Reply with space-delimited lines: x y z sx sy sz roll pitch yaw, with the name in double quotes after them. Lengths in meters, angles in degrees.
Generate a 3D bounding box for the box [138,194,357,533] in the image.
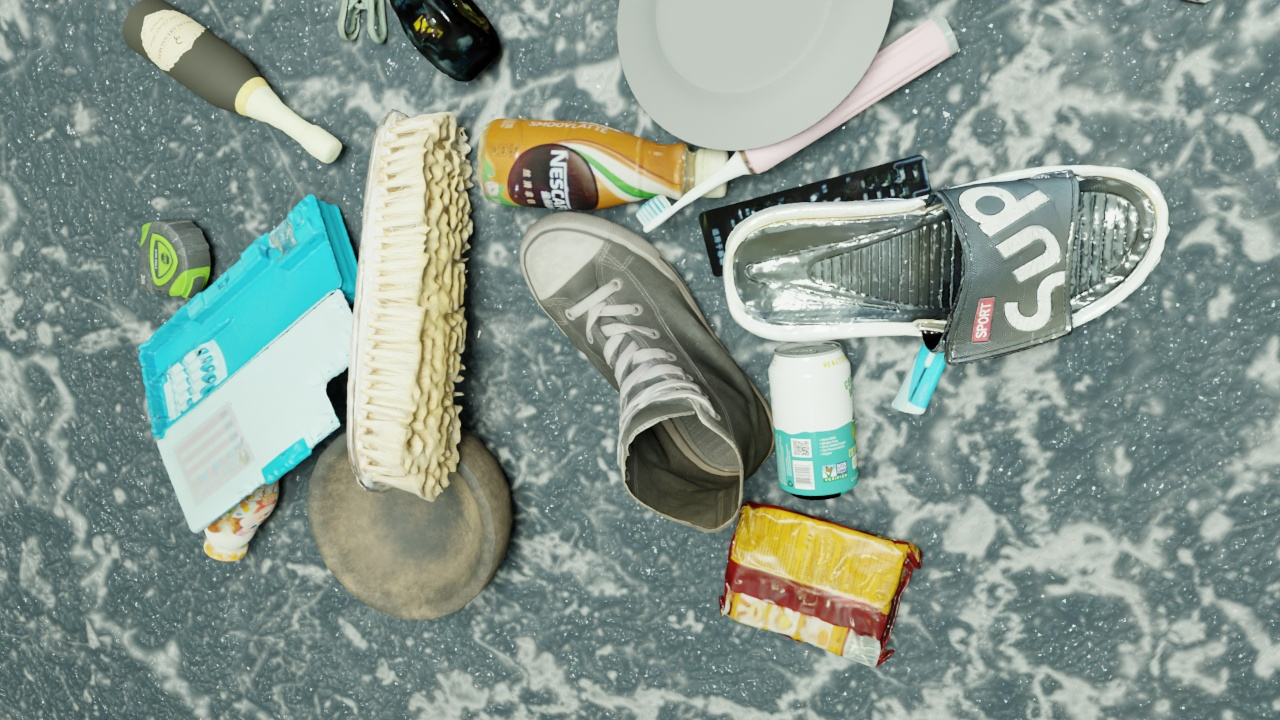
-0.298 0.006 0.710 0.227 0.039 0.181 -34 66 20 "box"

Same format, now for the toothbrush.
0.094 -0.144 0.578 0.223 0.027 0.026 -31 90 10 "toothbrush"

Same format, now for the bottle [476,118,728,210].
-0.024 -0.131 0.624 0.167 0.059 0.059 4 105 6 "bottle"

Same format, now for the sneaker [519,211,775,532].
-0.004 0.003 0.611 0.095 0.119 0.235 -34 97 22 "sneaker"

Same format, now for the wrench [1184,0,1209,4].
0.251 -0.309 0.521 0.273 0.010 0.070 44 111 2 "wrench"

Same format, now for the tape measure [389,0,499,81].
-0.131 -0.227 0.624 0.042 0.072 0.071 -40 61 16 "tape measure"

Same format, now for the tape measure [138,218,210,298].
-0.380 -0.085 0.754 0.059 0.035 0.066 19 111 21 "tape measure"

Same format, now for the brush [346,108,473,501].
-0.158 -0.041 0.635 0.057 0.083 0.271 1 82 15 "brush"

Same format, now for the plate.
0.063 -0.219 0.560 0.179 0.012 0.178 0 89 26 "plate"

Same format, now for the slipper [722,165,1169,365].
0.179 -0.056 0.561 0.264 0.063 0.111 -1 106 17 "slipper"

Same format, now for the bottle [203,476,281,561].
-0.342 0.116 0.778 0.063 0.063 0.109 26 110 9 "bottle"

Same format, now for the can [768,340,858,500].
0.118 0.040 0.625 0.055 0.054 0.102 -3 103 17 "can"

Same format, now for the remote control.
0.116 -0.095 0.611 0.150 0.022 0.047 -12 100 17 "remote control"

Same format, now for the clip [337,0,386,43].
-0.199 -0.268 0.659 0.037 0.023 0.075 10 105 15 "clip"

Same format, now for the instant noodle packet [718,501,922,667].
0.127 0.159 0.662 0.135 0.039 0.099 14 108 15 "instant noodle packet"

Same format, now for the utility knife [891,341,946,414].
0.203 -0.028 0.605 0.022 0.015 0.141 28 109 29 "utility knife"

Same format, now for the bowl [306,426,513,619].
-0.173 0.115 0.723 0.162 0.070 0.162 4 105 16 "bowl"

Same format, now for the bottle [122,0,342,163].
-0.303 -0.206 0.693 0.184 0.045 0.045 35 111 6 "bottle"
